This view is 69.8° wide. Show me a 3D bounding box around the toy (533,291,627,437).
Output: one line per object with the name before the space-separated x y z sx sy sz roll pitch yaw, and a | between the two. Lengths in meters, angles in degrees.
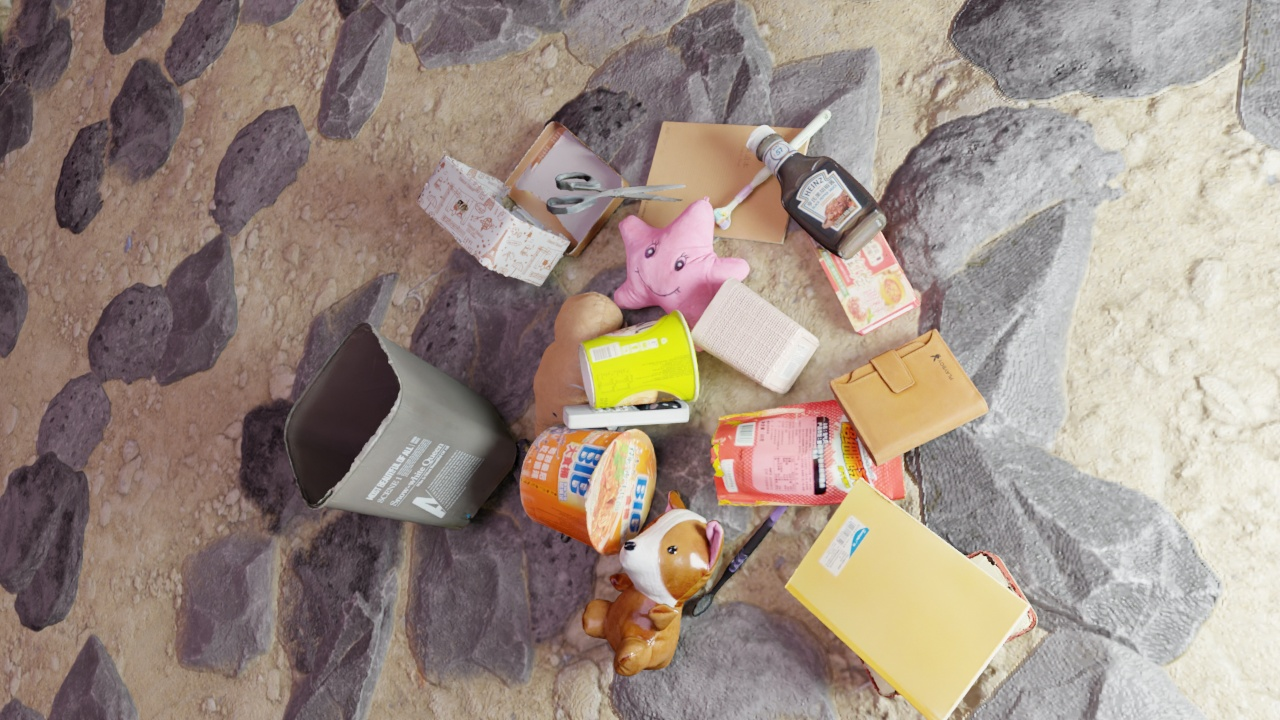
toy | -0.091 0.020 1.172 0.226 0.082 0.143 -69 17 1

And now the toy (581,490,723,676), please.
toy | 0.016 0.251 1.050 0.199 0.130 0.140 -56 37 -1

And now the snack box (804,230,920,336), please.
snack box | 0.250 -0.111 1.049 0.075 0.025 0.152 -30 65 21

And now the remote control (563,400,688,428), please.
remote control | -0.017 0.062 1.099 0.150 0.058 0.021 -3 100 -10

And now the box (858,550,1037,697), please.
box | 0.295 0.263 0.907 0.169 0.077 0.091 -36 63 18

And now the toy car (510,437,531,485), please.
toy car | -0.142 0.147 1.205 0.042 0.035 0.090 -41 61 17

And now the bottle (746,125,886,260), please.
bottle | 0.195 -0.203 1.060 0.080 0.044 0.195 -44 61 11

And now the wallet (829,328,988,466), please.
wallet | 0.282 0.038 0.975 0.132 0.031 0.107 -26 65 0

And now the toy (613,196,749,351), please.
toy | 0.042 -0.124 1.137 0.195 0.074 0.179 33 110 29

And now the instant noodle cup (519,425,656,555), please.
instant noodle cup | -0.065 0.146 1.093 0.112 0.151 0.151 10 83 30

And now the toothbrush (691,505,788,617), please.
toothbrush | 0.118 0.223 1.053 0.014 0.016 0.189 41 98 22

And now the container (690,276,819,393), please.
container | 0.135 -0.025 1.060 0.111 0.090 0.090 36 97 27

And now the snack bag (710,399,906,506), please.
snack bag | 0.184 0.104 1.018 0.208 0.073 0.128 -7 65 21

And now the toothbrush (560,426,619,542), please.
toothbrush | -0.065 0.150 1.173 0.016 0.018 0.181 24 92 26

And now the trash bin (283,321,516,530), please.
trash bin | -0.300 0.101 1.178 0.199 0.219 0.198 -50 43 10

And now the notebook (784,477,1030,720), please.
notebook | 0.252 0.231 0.901 0.206 0.010 0.146 39 100 41

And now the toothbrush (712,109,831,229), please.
toothbrush | 0.161 -0.235 1.122 0.190 0.029 0.020 -44 21 10

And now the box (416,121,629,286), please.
box | -0.161 -0.226 1.230 0.205 0.158 0.181 -50 60 10

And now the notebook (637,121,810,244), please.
notebook | 0.101 -0.230 1.170 0.212 0.012 0.149 12 84 30

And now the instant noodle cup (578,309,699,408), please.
instant noodle cup | -0.006 0.006 1.075 0.123 0.112 0.111 -11 69 -10

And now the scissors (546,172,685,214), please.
scissors | -0.038 -0.208 1.151 0.165 0.014 0.163 -32 49 -25
